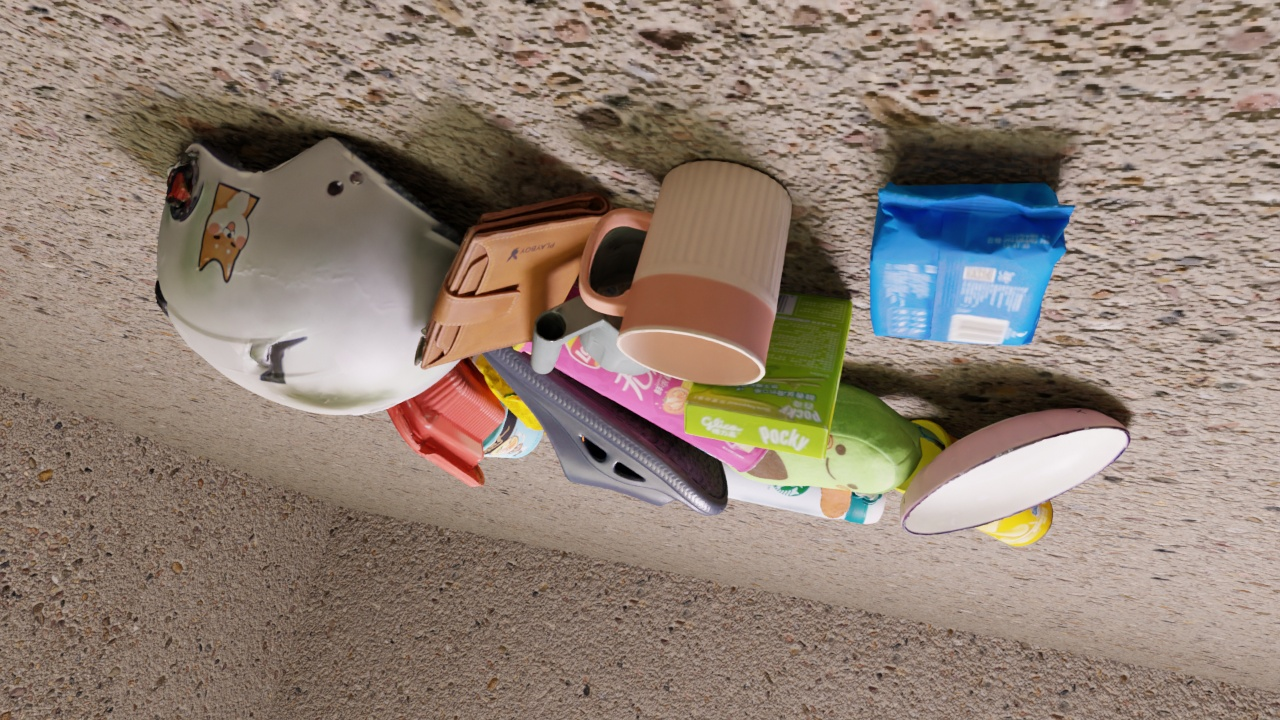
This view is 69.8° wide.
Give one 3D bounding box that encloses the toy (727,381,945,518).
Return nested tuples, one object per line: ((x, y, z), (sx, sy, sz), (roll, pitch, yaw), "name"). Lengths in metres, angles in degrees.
((0.137, 0.066, 0.820), (0.247, 0.089, 0.227), (4, 141, 39), "toy")

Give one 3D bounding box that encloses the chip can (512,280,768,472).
((0.008, 0.010, 0.721), (0.210, 0.071, 0.072), (30, 159, -11), "chip can")

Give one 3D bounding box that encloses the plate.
((0.302, 0.089, 0.763), (0.192, 0.039, 0.193), (-13, 150, -8), "plate")

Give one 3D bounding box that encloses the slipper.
((-0.042, 0.048, 0.781), (0.268, 0.110, 0.083), (38, 116, -6), "slipper")

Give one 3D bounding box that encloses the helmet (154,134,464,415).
((-0.242, -0.042, 0.674), (0.274, 0.156, 0.230), (5, 160, 27), "helmet")

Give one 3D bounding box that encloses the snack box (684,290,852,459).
((0.087, 0.001, 0.593), (0.086, 0.156, 0.026), (9, 124, 13), "snack box")

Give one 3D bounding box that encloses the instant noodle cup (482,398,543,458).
((-0.169, 0.065, 1.054), (0.111, 0.111, 0.120), (5, 169, 25), "instant noodle cup")

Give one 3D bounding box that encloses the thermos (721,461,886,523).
((0.173, 0.142, 1.077), (0.224, 0.073, 0.073), (11, 162, 8), "thermos")

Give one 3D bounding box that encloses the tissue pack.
((0.174, -0.053, 0.500), (0.095, 0.052, 0.157), (6, 161, 17), "tissue pack")

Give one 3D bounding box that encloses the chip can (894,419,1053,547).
((0.324, 0.126, 0.902), (0.213, 0.072, 0.072), (28, 158, -37), "chip can")

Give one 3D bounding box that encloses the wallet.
((-0.089, -0.049, 0.583), (0.118, 0.035, 0.131), (-23, 158, -40), "wallet")

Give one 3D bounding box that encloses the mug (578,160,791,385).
((0.024, -0.052, 0.526), (0.114, 0.105, 0.082), (13, 162, 2), "mug")

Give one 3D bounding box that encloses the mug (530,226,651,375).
((-0.018, -0.031, 0.621), (0.123, 0.083, 0.103), (-25, 172, -14), "mug")

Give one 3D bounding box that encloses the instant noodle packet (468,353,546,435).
((-0.128, 0.012, 0.886), (0.111, 0.044, 0.128), (47, 174, 23), "instant noodle packet")

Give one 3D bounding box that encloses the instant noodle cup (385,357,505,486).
((-0.199, 0.020, 0.868), (0.188, 0.079, 0.164), (56, -179, 25), "instant noodle cup")
